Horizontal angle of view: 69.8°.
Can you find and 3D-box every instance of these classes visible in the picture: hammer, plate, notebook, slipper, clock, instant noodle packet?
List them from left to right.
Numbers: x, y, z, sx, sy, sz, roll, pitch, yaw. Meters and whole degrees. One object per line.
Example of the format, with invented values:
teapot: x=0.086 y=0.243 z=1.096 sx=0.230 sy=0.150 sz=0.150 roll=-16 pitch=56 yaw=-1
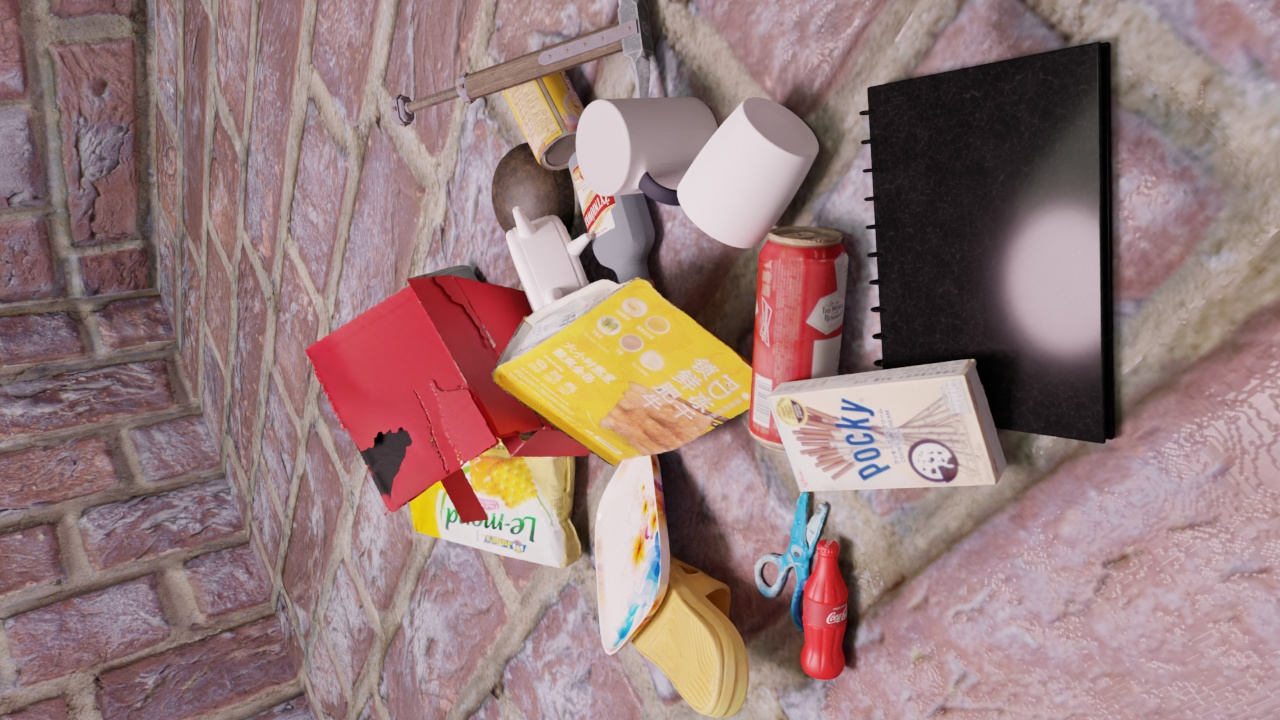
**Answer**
hammer: x=-0.127 y=-0.274 z=0.892 sx=0.318 sy=0.028 sz=0.147 roll=-6 pitch=93 yaw=32
clock: x=-0.084 y=-0.085 z=0.947 sx=0.161 sy=0.073 sz=0.125 roll=95 pitch=153 yaw=-74
plate: x=-0.009 y=0.191 z=0.941 sx=0.187 sy=0.016 sz=0.186 roll=119 pitch=153 yaw=-46
instant noodle packet: x=-0.005 y=0.005 z=0.817 sx=0.163 sy=0.084 sz=0.222 roll=39 pitch=146 yaw=-21
slipper: x=0.052 y=0.252 z=0.876 sx=0.263 sy=0.078 sz=0.099 roll=-156 pitch=73 yaw=-71
notebook: x=0.218 y=-0.071 z=0.597 sx=0.169 sy=0.019 sz=0.231 roll=7 pitch=107 yaw=52

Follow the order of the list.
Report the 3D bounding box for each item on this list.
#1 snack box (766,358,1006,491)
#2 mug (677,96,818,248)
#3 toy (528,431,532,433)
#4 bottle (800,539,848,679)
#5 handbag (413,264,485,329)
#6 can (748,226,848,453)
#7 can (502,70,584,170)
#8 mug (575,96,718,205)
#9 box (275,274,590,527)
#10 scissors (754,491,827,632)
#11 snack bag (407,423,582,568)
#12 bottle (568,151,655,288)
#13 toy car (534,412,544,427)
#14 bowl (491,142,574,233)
snack box: x=0.167 y=0.048 z=0.638 sx=0.150 sy=0.026 sz=0.082 roll=-10 pitch=109 yaw=41
mug: x=0.084 y=-0.158 z=0.717 sx=0.088 sy=0.081 sz=0.114 roll=-54 pitch=26 yaw=40
toy: x=-0.193 y=0.098 z=1.189 sx=0.131 sy=0.096 sz=0.124 roll=160 pitch=102 yaw=-73
bottle: x=0.153 y=0.205 z=0.762 sx=0.036 sy=0.036 sz=0.119 roll=20 pitch=116 yaw=50
handbag: x=-0.255 y=-0.052 z=1.187 sx=0.067 sy=0.106 sz=0.122 roll=52 pitch=138 yaw=27
can: x=0.121 y=-0.015 z=0.708 sx=0.067 sy=0.067 sz=0.170 roll=24 pitch=120 yaw=49
can: x=-0.091 y=-0.251 z=0.926 sx=0.068 sy=0.067 sz=0.105 roll=-48 pitch=63 yaw=50
mug: x=0.014 y=-0.172 z=0.778 sx=0.112 sy=0.096 sz=0.079 roll=55 pitch=140 yaw=28
box: x=-0.189 y=0.018 z=0.939 sx=0.211 sy=0.314 sz=0.124 roll=56 pitch=139 yaw=24
scissors: x=0.143 y=0.175 z=0.790 sx=0.090 sy=0.014 sz=0.141 roll=49 pitch=135 yaw=36
snack bag: x=-0.182 y=0.149 z=1.114 sx=0.247 sy=0.068 sz=0.160 roll=9 pitch=114 yaw=22
bottle: x=-0.021 y=-0.130 z=0.885 sx=0.072 sy=0.046 sz=0.161 roll=-22 pitch=83 yaw=55
toy car: x=-0.127 y=0.031 z=1.091 sx=0.049 sy=0.040 sz=0.112 roll=-34 pitch=73 yaw=52
bowl: x=-0.130 y=-0.179 z=1.011 sx=0.121 sy=0.056 sz=0.121 roll=22 pitch=119 yaw=49
